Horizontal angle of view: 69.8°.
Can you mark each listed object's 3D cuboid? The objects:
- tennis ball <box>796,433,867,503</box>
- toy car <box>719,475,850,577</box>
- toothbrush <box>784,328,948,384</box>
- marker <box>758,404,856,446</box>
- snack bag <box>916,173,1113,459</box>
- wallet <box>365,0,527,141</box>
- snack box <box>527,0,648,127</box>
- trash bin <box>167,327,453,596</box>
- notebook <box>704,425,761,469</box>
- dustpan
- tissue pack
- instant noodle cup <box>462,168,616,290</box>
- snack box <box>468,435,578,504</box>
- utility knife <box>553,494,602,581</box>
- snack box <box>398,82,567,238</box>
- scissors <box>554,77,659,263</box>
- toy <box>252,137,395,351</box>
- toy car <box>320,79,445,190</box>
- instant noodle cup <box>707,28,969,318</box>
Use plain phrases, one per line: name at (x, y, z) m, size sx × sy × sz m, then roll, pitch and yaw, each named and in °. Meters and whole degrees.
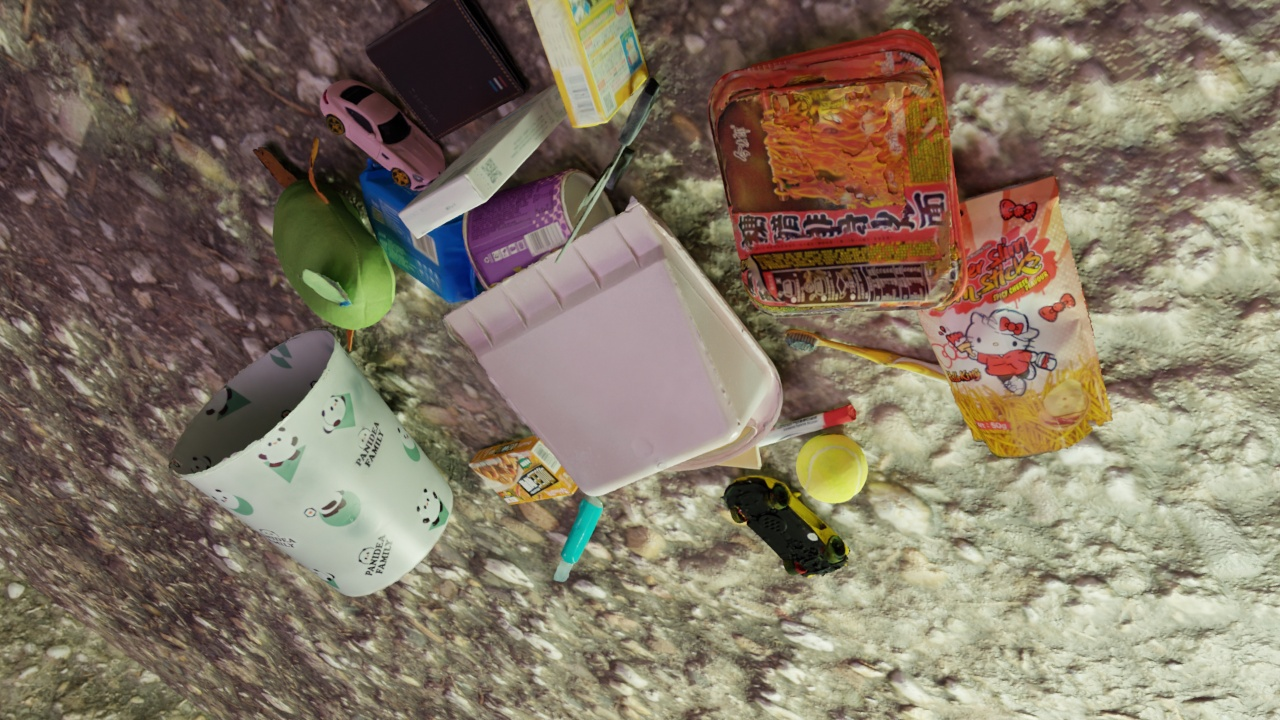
tennis ball at (0.179, 0.100, 0.857) m, size 0.065 × 0.065 × 0.066 m, roll 15°, pitch 134°, yaw 16°
toy car at (0.152, 0.169, 0.950) m, size 0.156 × 0.041 × 0.071 m, roll 42°, pitch 135°, yaw -14°
toothbrush at (0.215, 0.003, 0.783) m, size 0.191 × 0.018 × 0.016 m, roll 16°, pitch 136°, yaw 15°
marker at (0.141, 0.068, 0.883) m, size 0.146 × 0.017 × 0.017 m, roll -22°, pitch 116°, yaw 40°
snack bag at (0.275, -0.030, 0.698) m, size 0.129 × 0.073 × 0.208 m, roll -12°, pitch 114°, yaw 36°
wallet at (-0.162, -0.244, 0.767) m, size 0.123 × 0.020 × 0.096 m, roll -13°, pitch 122°, yaw 39°
snack box at (-0.041, -0.247, 0.648) m, size 0.034 × 0.086 × 0.140 m, roll 2°, pitch 129°, yaw 27°
trash bin at (-0.369, 0.130, 1.078) m, size 0.230 × 0.228 × 0.252 m, roll -10°, pitch 128°, yaw 35°
notebook at (0.012, 0.039, 0.918) m, size 0.208 × 0.008 × 0.148 m, roll 2°, pitch 121°, yaw 27°
dustpan at (-0.005, 0.005, 0.819) m, size 0.223 × 0.138 × 0.273 m, roll -23°, pitch 102°, yaw 27°
tissue pack at (-0.200, -0.123, 0.854) m, size 0.157 × 0.052 × 0.095 m, roll 34°, pitch 143°, yaw 29°
instant noodle cup at (-0.079, -0.108, 0.788) m, size 0.099 × 0.111 × 0.111 m, roll -20°, pitch 118°, yaw 28°
snack box at (-0.135, 0.128, 1.058) m, size 0.075 × 0.026 × 0.154 m, roll 48°, pitch 146°, yaw -17°
utility knife at (-0.081, 0.225, 1.146) m, size 0.029 × 0.013 × 0.206 m, roll 26°, pitch 133°, yaw 2°
snack box at (-0.117, -0.159, 0.719) m, size 0.085 × 0.156 × 0.027 m, roll -18°, pitch 118°, yaw 39°
scissors at (-0.024, -0.143, 0.687) m, size 0.014 × 0.174 × 0.159 m, roll 27°, pitch 180°, yaw -1°
toy at (-0.302, -0.107, 0.885) m, size 0.247 × 0.089 × 0.227 m, roll 42°, pitch 145°, yaw 43°
toy car at (-0.225, -0.202, 0.810) m, size 0.122 × 0.056 × 0.037 m, roll 39°, pitch 138°, yaw -6°
instant noodle cup at (0.142, -0.128, 0.647) m, size 0.165 × 0.078 × 0.189 m, roll -1°, pitch 116°, yaw 32°
